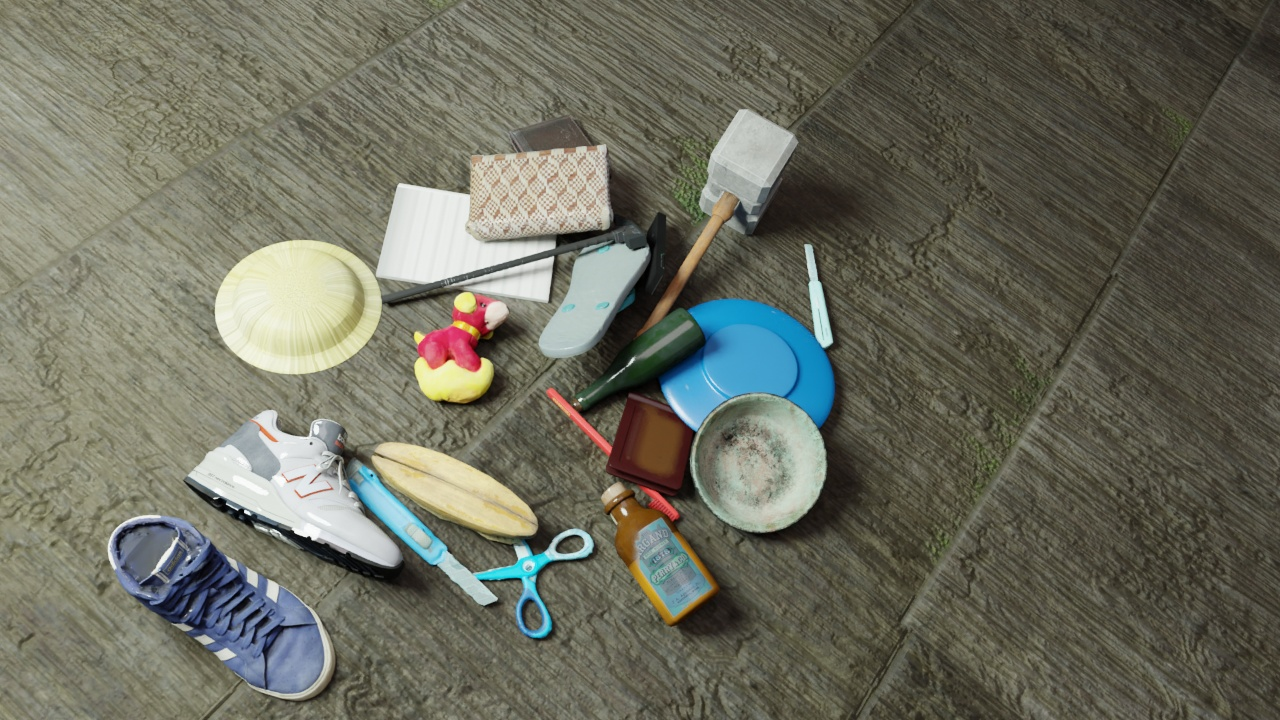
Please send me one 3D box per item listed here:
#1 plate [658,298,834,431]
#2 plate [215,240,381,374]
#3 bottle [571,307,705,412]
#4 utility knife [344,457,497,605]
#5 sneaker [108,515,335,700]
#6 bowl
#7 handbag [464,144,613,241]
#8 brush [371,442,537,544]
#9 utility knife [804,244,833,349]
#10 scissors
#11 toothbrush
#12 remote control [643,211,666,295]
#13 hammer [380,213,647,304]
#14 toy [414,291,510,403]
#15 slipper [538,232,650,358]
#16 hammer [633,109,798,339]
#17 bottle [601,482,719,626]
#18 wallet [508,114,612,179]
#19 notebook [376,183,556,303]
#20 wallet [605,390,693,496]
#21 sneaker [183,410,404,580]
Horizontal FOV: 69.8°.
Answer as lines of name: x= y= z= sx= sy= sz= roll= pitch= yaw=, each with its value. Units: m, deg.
plate: x=0.133 y=0.008 z=1.125 sx=0.224 sy=0.024 sz=0.223 roll=5 pitch=56 yaw=-7
plate: x=-0.397 y=-0.075 z=1.064 sx=0.184 sy=0.036 sz=0.184 roll=5 pitch=61 yaw=-9
bottle: x=-0.006 y=0.006 z=1.086 sx=0.174 sy=0.055 sz=0.055 roll=-35 pitch=73 yaw=-10
utility knife: x=-0.235 y=0.182 z=0.968 sx=0.221 sy=0.015 sz=0.031 roll=39 pitch=79 yaw=10
sneaker: x=-0.388 y=0.221 z=0.854 sx=0.233 sy=0.119 sz=0.091 roll=34 pitch=60 yaw=8
bowl: x=0.132 y=0.116 z=1.046 sx=0.157 sy=0.038 sz=0.157 roll=1 pitch=83 yaw=-6
handbag: x=-0.128 y=-0.212 z=1.166 sx=0.186 sy=0.047 sz=0.124 roll=-4 pitch=62 yaw=3
brush: x=-0.197 y=0.142 z=0.979 sx=0.195 sy=0.043 sz=0.059 roll=25 pitch=60 yaw=6
utility knife: x=0.234 y=-0.086 z=1.217 sx=0.022 sy=0.015 sz=0.165 roll=-14 pitch=59 yaw=18
scissors: x=-0.110 y=0.227 z=0.971 sx=0.134 sy=0.011 sz=0.139 roll=-6 pitch=62 yaw=-15
toothbrush: x=-0.037 y=0.109 z=1.052 sx=0.212 sy=0.012 sz=0.017 roll=44 pitch=62 yaw=13
remote control: x=0.019 y=-0.137 z=1.155 sx=0.013 sy=0.035 sz=0.149 roll=22 pitch=35 yaw=-13
hammer: x=-0.158 y=-0.122 z=1.127 sx=0.324 sy=0.015 sz=0.095 roll=-17 pitch=31 yaw=-12
toy: x=-0.212 y=-0.015 z=1.062 sx=0.105 sy=0.067 sz=0.137 roll=19 pitch=72 yaw=2
slipper: x=-0.043 y=-0.074 z=1.097 sx=0.098 sy=0.055 sz=0.268 roll=-8 pitch=33 yaw=20
hammer: x=0.076 y=-0.143 z=1.159 sx=0.083 sy=0.163 sz=0.317 roll=31 pitch=77 yaw=6
bottle: x=0.013 y=0.200 z=0.980 sx=0.067 sy=0.068 sz=0.157 roll=-29 pitch=71 yaw=-25
wallet: x=-0.109 y=-0.279 z=1.243 sx=0.099 sy=0.031 sz=0.120 roll=-22 pitch=66 yaw=-24
notebook: x=-0.213 y=-0.150 z=1.160 sx=0.209 sy=0.009 sz=0.142 roll=8 pitch=61 yaw=-7
wallet: x=0.016 y=0.094 z=1.060 sx=0.091 sy=0.018 sz=0.115 roll=20 pitch=50 yaw=-3
sneaker: x=-0.331 y=0.124 z=0.937 sx=0.240 sy=0.089 sz=0.124 roll=22 pitch=62 yaw=4
